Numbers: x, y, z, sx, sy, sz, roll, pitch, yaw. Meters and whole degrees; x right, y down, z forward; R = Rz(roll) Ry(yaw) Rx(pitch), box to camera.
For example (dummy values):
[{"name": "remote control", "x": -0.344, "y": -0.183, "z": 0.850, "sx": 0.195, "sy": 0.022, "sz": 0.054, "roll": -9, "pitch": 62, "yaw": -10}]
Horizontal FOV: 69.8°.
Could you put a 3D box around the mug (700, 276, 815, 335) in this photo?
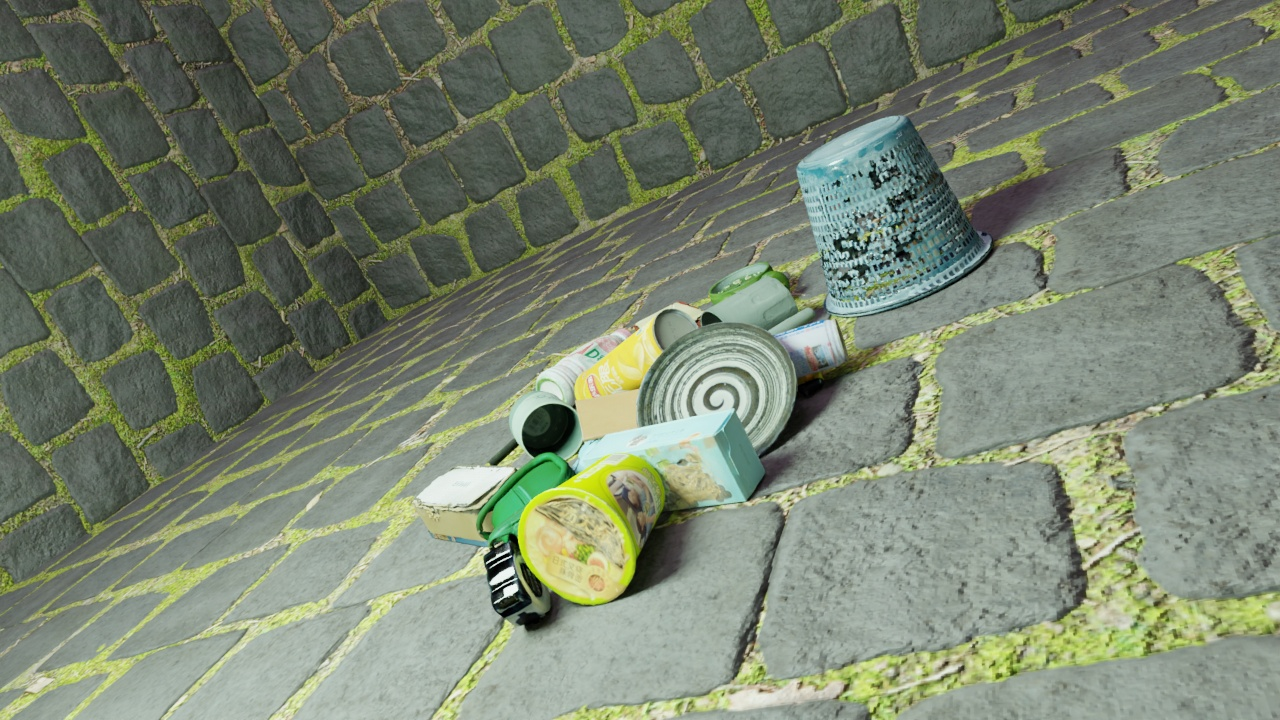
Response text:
[{"name": "mug", "x": 0.153, "y": -0.047, "z": 1.183, "sx": 0.103, "sy": 0.084, "sz": 0.124, "roll": -31, "pitch": 26, "yaw": -19}]

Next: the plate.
[{"name": "plate", "x": 0.080, "y": 0.041, "z": 0.972, "sx": 0.180, "sy": 0.024, "sz": 0.179, "roll": -12, "pitch": 58, "yaw": 20}]

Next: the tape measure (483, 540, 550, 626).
[{"name": "tape measure", "x": -0.110, "y": 0.205, "z": 0.828, "sx": 0.033, "sy": 0.066, "sz": 0.065, "roll": -29, "pitch": 42, "yaw": 7}]

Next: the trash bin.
[{"name": "trash bin", "x": 0.304, "y": -0.193, "z": 1.171, "sx": 0.227, "sy": 0.195, "sz": 0.226, "roll": -26, "pitch": 15, "yaw": 7}]

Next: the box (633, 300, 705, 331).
[{"name": "box", "x": 0.048, "y": -0.042, "z": 1.343, "sx": 0.091, "sy": 0.077, "sz": 0.168, "roll": -29, "pitch": 15, "yaw": -8}]

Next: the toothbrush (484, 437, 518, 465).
[{"name": "toothbrush", "x": -0.217, "y": 0.151, "z": 1.295, "sx": 0.017, "sy": 0.012, "sz": 0.185, "roll": -28, "pitch": 11, "yaw": 44}]

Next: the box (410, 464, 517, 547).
[{"name": "box", "x": -0.199, "y": 0.172, "z": 1.107, "sx": 0.089, "sy": 0.061, "sz": 0.185, "roll": -38, "pitch": 20, "yaw": -31}]

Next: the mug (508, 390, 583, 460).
[{"name": "mug", "x": -0.114, "y": 0.086, "z": 1.221, "sx": 0.111, "sy": 0.082, "sz": 0.106, "roll": 0, "pitch": 7, "yaw": -17}]

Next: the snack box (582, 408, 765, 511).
[{"name": "snack box", "x": 0.030, "y": 0.103, "z": 0.902, "sx": 0.175, "sy": 0.074, "sz": 0.051, "roll": -15, "pitch": 20, "yaw": 39}]

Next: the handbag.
[{"name": "handbag", "x": -0.116, "y": 0.161, "z": 0.979, "sx": 0.120, "sy": 0.068, "sz": 0.131, "roll": -33, "pitch": 16, "yaw": -15}]

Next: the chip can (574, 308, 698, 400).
[{"name": "chip can", "x": -0.007, "y": 0.007, "z": 1.175, "sx": 0.071, "sy": 0.072, "sz": 0.214, "roll": -40, "pitch": 2, "yaw": -39}]

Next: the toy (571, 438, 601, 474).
[{"name": "toy", "x": -0.004, "y": 0.093, "z": 1.045, "sx": 0.161, "sy": 0.050, "sz": 0.157, "roll": -29, "pitch": 15, "yaw": -32}]

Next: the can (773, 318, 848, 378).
[{"name": "can", "x": 0.157, "y": -0.003, "z": 1.009, "sx": 0.135, "sy": 0.053, "sz": 0.053, "roll": -17, "pitch": 18, "yaw": 17}]

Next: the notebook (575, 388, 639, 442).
[{"name": "notebook", "x": 0.033, "y": 0.050, "z": 1.070, "sx": 0.211, "sy": 0.012, "sz": 0.149, "roll": -11, "pitch": 14, "yaw": -4}]

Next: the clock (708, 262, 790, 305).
[{"name": "clock", "x": 0.161, "y": -0.096, "z": 1.365, "sx": 0.116, "sy": 0.056, "sz": 0.161, "roll": -29, "pitch": 15, "yaw": 0}]

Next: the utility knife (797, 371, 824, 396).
[{"name": "utility knife", "x": 0.191, "y": -0.004, "z": 1.085, "sx": 0.033, "sy": 0.015, "sz": 0.214, "roll": -21, "pitch": 16, "yaw": 12}]

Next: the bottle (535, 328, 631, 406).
[{"name": "bottle", "x": -0.078, "y": 0.008, "z": 1.427, "sx": 0.068, "sy": 0.068, "sz": 0.196, "roll": -13, "pitch": 16, "yaw": 42}]

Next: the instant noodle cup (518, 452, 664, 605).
[{"name": "instant noodle cup", "x": -0.034, "y": 0.144, "z": 0.843, "sx": 0.112, "sy": 0.111, "sz": 0.123, "roll": -20, "pitch": 8, "yaw": 27}]
